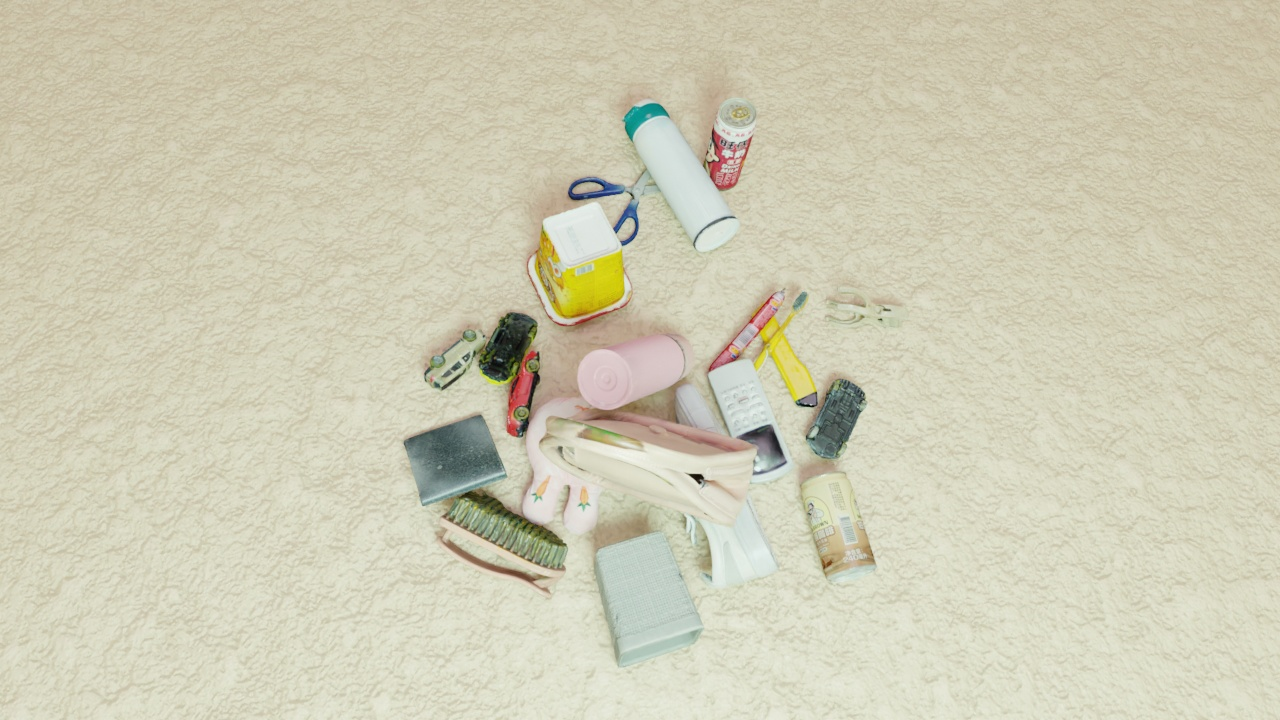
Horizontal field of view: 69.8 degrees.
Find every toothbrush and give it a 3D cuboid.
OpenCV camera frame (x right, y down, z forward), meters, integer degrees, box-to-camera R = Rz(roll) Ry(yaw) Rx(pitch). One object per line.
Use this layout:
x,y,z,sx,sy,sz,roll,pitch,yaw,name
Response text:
0.156,-0.012,1.137,0.016,0.018,0.191,32,76,19,toothbrush

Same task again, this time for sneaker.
0.071,0.143,1.041,0.091,0.089,0.242,-25,61,8,sneaker

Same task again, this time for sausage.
0.135,-0.033,1.147,0.020,0.020,0.155,39,78,13,sausage

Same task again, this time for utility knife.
0.182,-0.006,1.151,0.033,0.015,0.153,-22,69,-4,utility knife

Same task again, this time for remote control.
0.131,0.072,1.096,0.058,0.021,0.150,-20,74,-3,remote control

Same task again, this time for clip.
0.284,-0.058,1.187,0.104,0.084,0.034,18,60,-25,clip

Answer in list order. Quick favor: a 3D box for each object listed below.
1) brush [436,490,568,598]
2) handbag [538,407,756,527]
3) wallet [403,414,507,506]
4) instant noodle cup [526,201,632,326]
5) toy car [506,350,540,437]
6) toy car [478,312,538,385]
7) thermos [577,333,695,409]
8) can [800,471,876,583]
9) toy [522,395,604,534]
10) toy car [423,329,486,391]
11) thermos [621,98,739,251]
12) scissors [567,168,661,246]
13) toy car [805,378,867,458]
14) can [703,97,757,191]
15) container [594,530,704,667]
-0.149,0.203,1.004,0.145,0.063,0.073,26,94,5,brush
-0.006,0.094,0.904,0.193,0.234,0.093,13,84,26,handbag
-0.210,0.109,1.032,0.097,0.019,0.121,-17,35,-14,wallet
-0.074,-0.121,1.123,0.116,0.124,0.116,-21,69,-14,instant noodle cup
-0.138,0.038,1.085,0.031,0.049,0.106,13,66,-1,toy car
-0.160,-0.014,1.117,0.048,0.032,0.105,18,53,4,toy car
-0.006,0.006,1.045,0.087,0.198,0.067,4,100,23,thermos
0.224,0.189,1.041,0.058,0.059,0.116,-9,66,-10,can
-0.076,0.117,1.054,0.121,0.054,0.159,12,72,-3,toy
-0.219,-0.002,1.100,0.035,0.042,0.090,44,69,4,toy car
0.050,-0.252,1.220,0.073,0.073,0.224,-23,69,-15,thermos
-0.016,-0.222,1.238,0.175,0.012,0.162,7,63,-3,scissors
0.235,0.072,1.110,0.049,0.031,0.105,31,69,-1,toy car
0.117,-0.284,1.211,0.053,0.133,0.053,2,65,-5,can
0.003,0.252,0.977,0.090,0.090,0.114,-15,64,-12,container
